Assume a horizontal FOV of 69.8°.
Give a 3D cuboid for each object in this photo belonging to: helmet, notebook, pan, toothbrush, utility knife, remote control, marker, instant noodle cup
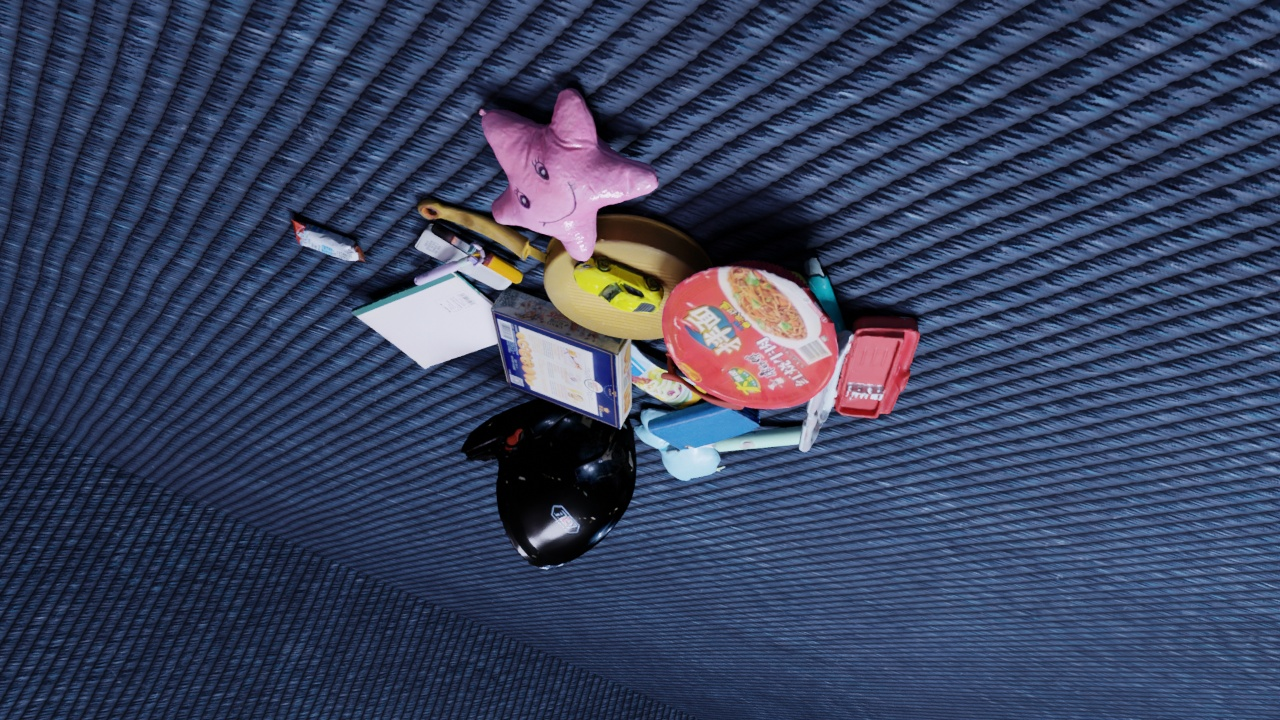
[{"bbox_3d":[-0.118,0.170,1.363,0.230,0.274,0.233,-26,119,14],"label":"helmet"},{"bbox_3d":[-0.284,-0.054,1.286,0.210,0.012,0.150,-15,139,33],"label":"notebook"},{"bbox_3d":[-0.090,-0.121,1.065,0.357,0.078,0.198,11,149,-2],"label":"pan"},{"bbox_3d":[-0.240,-0.113,1.131,0.021,0.029,0.190,-8,179,-35],"label":"toothbrush"},{"bbox_3d":[0.213,-0.061,1.037,0.029,0.013,0.179,-2,147,25],"label":"utility knife"},{"bbox_3d":[-0.216,-0.127,1.142,0.125,0.024,0.049,27,149,-17],"label":"remote control"},{"bbox_3d":[-0.198,-0.131,1.114,0.124,0.015,0.018,30,114,-15],"label":"marker"},{"bbox_3d":[0.142,0.117,1.339,0.225,0.027,0.026,-8,119,24],"label":"toothbrush"},{"bbox_3d":[0.123,-0.038,0.986,0.194,0.065,0.194,15,135,15],"label":"instant noodle cup"}]

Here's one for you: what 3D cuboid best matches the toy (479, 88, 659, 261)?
[{"bbox_3d":[-0.093,-0.185,0.918,0.178,0.074,0.195,40,137,-13],"label":"toy"}]

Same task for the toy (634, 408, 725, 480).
[{"bbox_3d":[0.062,0.132,1.417,0.156,0.049,0.162,23,141,0],"label":"toy"}]

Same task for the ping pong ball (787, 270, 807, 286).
[{"bbox_3d":[0.162,-0.078,1.006,0.040,0.040,0.040,13,151,7],"label":"ping pong ball"}]

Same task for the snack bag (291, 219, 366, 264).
[{"bbox_3d":[-0.406,-0.154,1.191,0.104,0.026,0.048,19,157,-5],"label":"snack bag"}]

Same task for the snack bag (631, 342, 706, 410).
[{"bbox_3d":[-0.007,0.007,1.252,0.191,0.038,0.110,29,160,-20],"label":"snack bag"}]

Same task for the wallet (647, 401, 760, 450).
[{"bbox_3d":[0.092,0.087,1.296,0.133,0.040,0.106,-18,153,28],"label":"wallet"}]

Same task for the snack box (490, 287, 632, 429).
[{"bbox_3d":[-0.101,0.000,1.226,0.182,0.045,0.178,20,147,14],"label":"snack box"}]

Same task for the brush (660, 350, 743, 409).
[{"bbox_3d":[0.084,0.013,1.136,0.146,0.069,0.063,20,171,45],"label":"brush"}]

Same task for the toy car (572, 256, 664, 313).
[{"bbox_3d":[-0.025,-0.079,1.008,0.105,0.032,0.048,22,147,-17],"label":"toy car"}]

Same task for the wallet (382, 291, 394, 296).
[{"bbox_3d":[-0.307,-0.054,1.322,0.096,0.020,0.122,5,148,11],"label":"wallet"}]

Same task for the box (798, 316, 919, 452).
[{"bbox_3d":[0.249,0.026,1.092,0.154,0.073,0.201,-24,151,-10],"label":"box"}]
